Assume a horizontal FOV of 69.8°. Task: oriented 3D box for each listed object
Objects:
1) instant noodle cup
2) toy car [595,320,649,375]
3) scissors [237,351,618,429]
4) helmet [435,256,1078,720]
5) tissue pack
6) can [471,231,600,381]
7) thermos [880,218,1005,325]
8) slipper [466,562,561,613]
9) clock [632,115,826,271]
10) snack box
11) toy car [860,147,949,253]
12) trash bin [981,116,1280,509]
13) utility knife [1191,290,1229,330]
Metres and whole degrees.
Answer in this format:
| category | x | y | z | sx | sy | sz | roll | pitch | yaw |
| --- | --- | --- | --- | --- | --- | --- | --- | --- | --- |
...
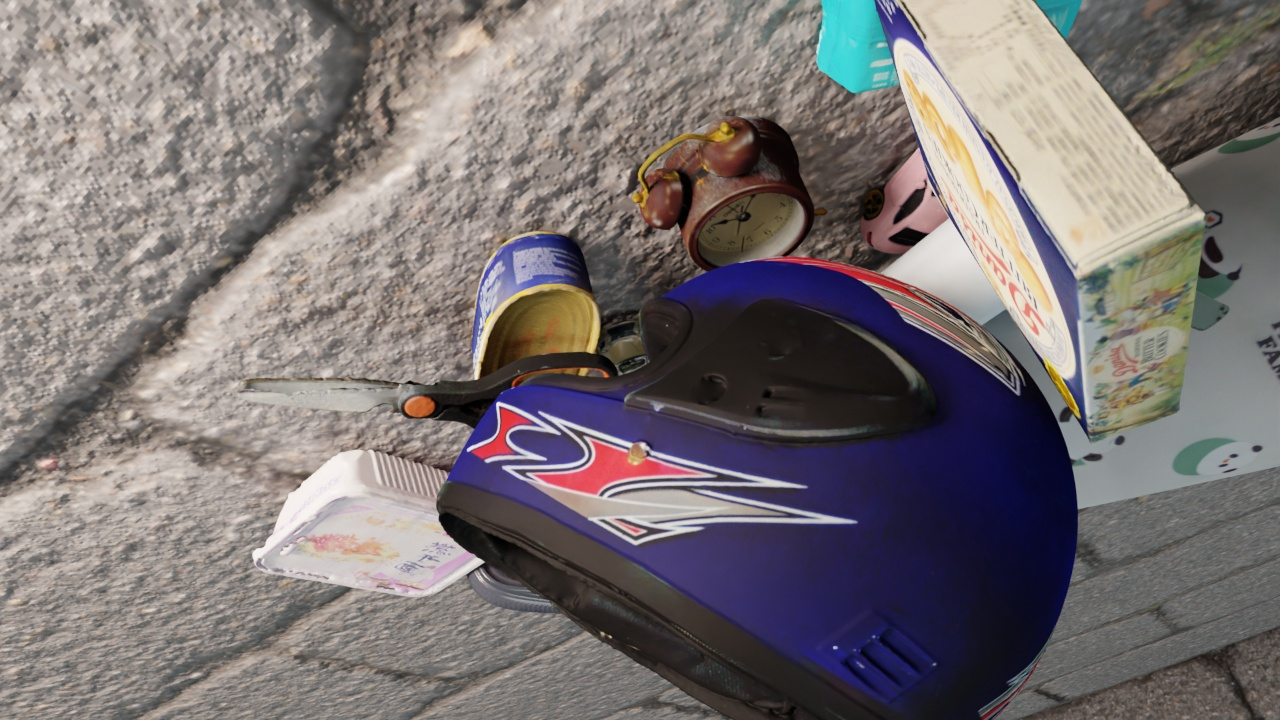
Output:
| category | x | y | z | sx | sy | sz | roll | pitch | yaw |
| --- | --- | --- | --- | --- | --- | --- | --- | --- | --- |
| instant noodle cup | -0.204 | 0.129 | 0.741 | 0.138 | 0.060 | 0.173 | -36 | 141 | 28 |
| toy car | -0.004 | 0.004 | 0.661 | 0.042 | 0.035 | 0.090 | -19 | 143 | 5 |
| scissors | -0.118 | 0.012 | 0.559 | 0.234 | 0.021 | 0.143 | 24 | 123 | -38 |
| helmet | 0.071 | 0.061 | 0.506 | 0.316 | 0.239 | 0.247 | 21 | 154 | 28 |
| tissue pack | 0.150 | -0.184 | 0.439 | 0.133 | 0.050 | 0.093 | -12 | 148 | -4 |
| can | -0.071 | -0.016 | 0.595 | 0.074 | 0.049 | 0.148 | -2 | 143 | -18 |
| thermos | 0.190 | -0.046 | 0.575 | 0.073 | 0.073 | 0.225 | 12 | 142 | -33 |
| slipper | -0.020 | 0.174 | 0.833 | 0.267 | 0.110 | 0.084 | 5 | 138 | -21 |
| clock | 0.048 | -0.096 | 0.519 | 0.082 | 0.055 | 0.121 | -35 | 144 | 29 |
| snack box | 0.168 | -0.073 | 0.400 | 0.046 | 0.177 | 0.182 | -27 | 147 | 14 |
| toy car | 0.187 | -0.111 | 0.569 | 0.056 | 0.037 | 0.123 | 6 | 139 | -30 |
| trash bin | 0.364 | -0.023 | 0.611 | 0.252 | 0.229 | 0.229 | -22 | 145 | 20 |
| utility knife | 0.267 | -0.061 | 0.535 | 0.018 | 0.194 | 0.034 | 8 | 114 | -17 |
